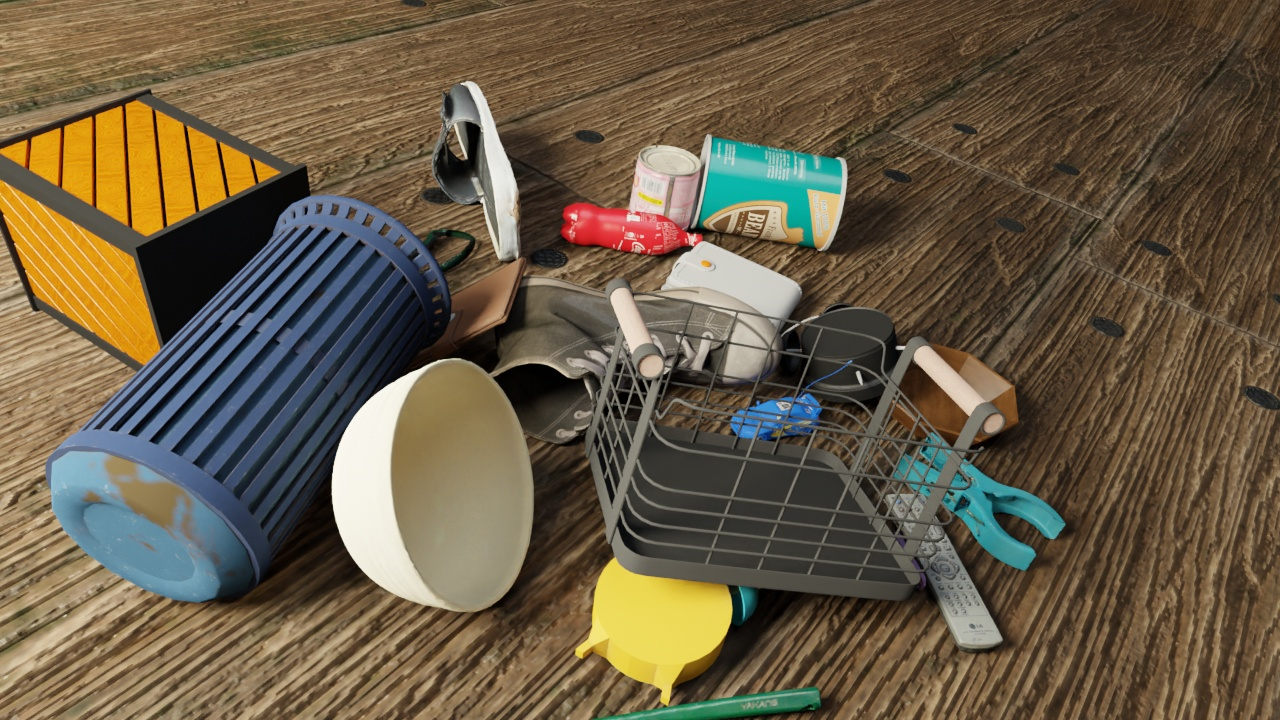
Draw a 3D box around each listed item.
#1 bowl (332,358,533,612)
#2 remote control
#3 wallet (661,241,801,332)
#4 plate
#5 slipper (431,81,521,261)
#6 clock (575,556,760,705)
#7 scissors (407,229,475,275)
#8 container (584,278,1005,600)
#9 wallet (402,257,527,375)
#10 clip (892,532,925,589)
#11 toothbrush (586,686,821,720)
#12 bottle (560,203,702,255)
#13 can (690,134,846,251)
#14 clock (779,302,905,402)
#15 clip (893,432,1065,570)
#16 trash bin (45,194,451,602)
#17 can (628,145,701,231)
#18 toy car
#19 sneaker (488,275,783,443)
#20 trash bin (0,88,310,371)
[{"bbox_3d":[-0.134,0.079,0.561,0.075,0.151,0.150,-11,32,21],"label":"bowl"},{"bbox_3d":[0.212,0.146,0.649,0.033,0.013,0.136,2,39,-12],"label":"remote control"},{"bbox_3d":[0.080,-0.057,0.858,0.118,0.038,0.115,25,40,12],"label":"wallet"},{"bbox_3d":[0.262,0.032,0.798,0.131,0.025,0.131,7,38,-6],"label":"plate"},{"bbox_3d":[-0.174,-0.196,0.919,0.063,0.111,0.263,-12,47,-18],"label":"slipper"},{"bbox_3d":[0.020,0.148,0.577,0.099,0.044,0.129,24,46,16],"label":"clock"},{"bbox_3d":[-0.248,-0.096,0.841,0.202,0.015,0.205,35,43,26],"label":"scissors"},{"bbox_3d":[0.086,0.046,0.603,0.241,0.130,0.162,10,25,-17],"label":"container"},{"bbox_3d":[-0.146,-0.034,0.727,0.121,0.013,0.087,-25,31,24],"label":"wallet"},{"bbox_3d":[0.181,0.140,0.650,0.029,0.013,0.050,7,35,-7],"label":"clip"},{"bbox_3d":[0.016,0.206,0.521,0.189,0.016,0.017,-2,37,-16],"label":"toothbrush"},{"bbox_3d":[-0.008,-0.130,0.923,0.141,0.042,0.041,8,38,-5],"label":"bottle"},{"bbox_3d":[0.133,-0.177,0.971,0.144,0.099,0.099,9,38,-3],"label":"can"},{"bbox_3d":[0.172,-0.011,0.795,0.091,0.042,0.121,-30,32,-19],"label":"clock"},{"bbox_3d":[0.274,0.102,0.713,0.120,0.030,0.130,-14,45,-23],"label":"clip"},{"bbox_3d":[-0.236,0.020,0.581,0.139,0.140,0.248,17,45,7],"label":"trash bin"},{"bbox_3d":[0.024,-0.176,0.962,0.067,0.076,0.067,7,37,-6],"label":"can"},{"bbox_3d":[0.122,0.030,0.735,0.091,0.062,0.033,-9,42,-24],"label":"toy car"},{"bbox_3d":[-0.004,0.004,0.714,0.234,0.095,0.119,10,40,-5],"label":"sneaker"},{"bbox_3d":[-0.360,-0.090,0.694,0.172,0.140,0.139,27,44,19],"label":"trash bin"}]
